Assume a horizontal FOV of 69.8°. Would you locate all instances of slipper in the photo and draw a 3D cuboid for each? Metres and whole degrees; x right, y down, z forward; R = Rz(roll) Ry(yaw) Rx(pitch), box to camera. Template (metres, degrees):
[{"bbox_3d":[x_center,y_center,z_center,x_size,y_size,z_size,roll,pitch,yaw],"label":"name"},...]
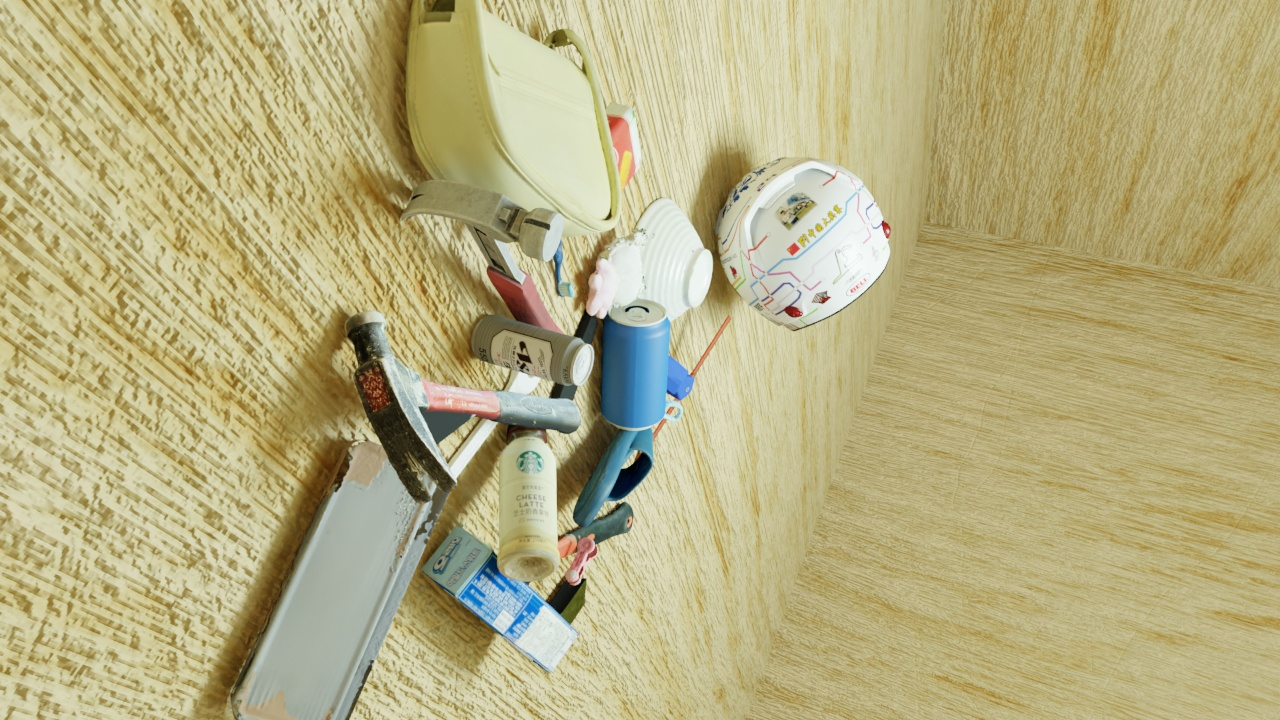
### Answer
[{"bbox_3d":[-0.026,0.137,1.120,0.104,0.059,0.213,-57,179,30],"label":"slipper"}]

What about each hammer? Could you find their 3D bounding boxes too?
[{"bbox_3d":[-0.109,-0.064,0.792,0.316,0.126,0.036,75,35,-72],"label":"hammer"},{"bbox_3d":[-0.126,0.047,0.789,0.140,0.036,0.325,67,16,14],"label":"hammer"},{"bbox_3d":[-0.079,0.225,1.136,0.332,0.033,0.133,-6,108,-68],"label":"hammer"}]

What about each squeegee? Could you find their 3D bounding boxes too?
[{"bbox_3d":[0.032,0.015,1.226,0.249,0.055,0.184,-57,144,-5],"label":"squeegee"}]

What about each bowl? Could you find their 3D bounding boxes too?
[{"bbox_3d":[0.045,-0.110,1.152,0.176,0.071,0.178,-47,145,-49],"label":"bowl"}]

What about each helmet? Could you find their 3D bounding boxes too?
[{"bbox_3d":[0.228,-0.177,1.339,0.231,0.236,0.314,-42,178,2],"label":"helmet"}]

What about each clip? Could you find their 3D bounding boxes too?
[{"bbox_3d":[-0.071,0.243,1.101,0.058,0.022,0.037,-58,157,-27],"label":"clip"}]

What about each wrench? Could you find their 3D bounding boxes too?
[{"bbox_3d":[-0.164,0.087,0.859,0.272,0.009,0.047,-57,153,-37],"label":"wrench"}]

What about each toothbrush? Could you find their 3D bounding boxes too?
[{"bbox_3d":[-0.084,-0.109,0.911,0.132,0.016,0.021,80,31,-49],"label":"toothbrush"}]

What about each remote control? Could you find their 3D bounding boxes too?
[{"bbox_3d":[-0.073,0.004,1.022,0.039,0.010,0.124,45,62,-66],"label":"remote control"}]

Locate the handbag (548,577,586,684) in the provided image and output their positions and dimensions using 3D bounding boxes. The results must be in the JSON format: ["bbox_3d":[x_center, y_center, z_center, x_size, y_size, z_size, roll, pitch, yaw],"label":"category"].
[{"bbox_3d":[-0.101,0.358,1.189,0.083,0.027,0.178,-49,153,-47],"label":"handbag"}]

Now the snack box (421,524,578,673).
[{"bbox_3d":[-0.135,0.245,0.924,0.059,0.059,0.226,-53,143,-19],"label":"snack box"}]

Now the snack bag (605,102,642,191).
[{"bbox_3d":[-0.039,-0.198,0.934,0.115,0.036,0.077,-59,154,-34],"label":"snack bag"}]

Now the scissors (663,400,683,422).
[{"bbox_3d":[0.014,0.061,1.201,0.104,0.019,0.132,-24,140,-11],"label":"scissors"}]

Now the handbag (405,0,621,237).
[{"bbox_3d":[-0.102,-0.192,0.735,0.232,0.089,0.191,-3,89,-68],"label":"handbag"}]

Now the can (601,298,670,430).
[{"bbox_3d":[-0.006,0.006,1.094,0.078,0.079,0.146,-44,143,-52],"label":"can"}]

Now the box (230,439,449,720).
[{"bbox_3d":[-0.228,0.172,0.709,0.105,0.096,0.216,29,75,-28],"label":"box"}]

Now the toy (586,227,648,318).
[{"bbox_3d":[-0.031,-0.093,1.024,0.108,0.041,0.096,-41,140,-45],"label":"toy"}]

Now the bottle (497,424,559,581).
[{"bbox_3d":[-0.108,0.128,0.878,0.057,0.056,0.161,79,3,-48],"label":"bottle"}]

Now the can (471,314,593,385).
[{"bbox_3d":[-0.098,-0.009,0.822,0.043,0.107,0.044,-48,146,-48],"label":"can"}]
